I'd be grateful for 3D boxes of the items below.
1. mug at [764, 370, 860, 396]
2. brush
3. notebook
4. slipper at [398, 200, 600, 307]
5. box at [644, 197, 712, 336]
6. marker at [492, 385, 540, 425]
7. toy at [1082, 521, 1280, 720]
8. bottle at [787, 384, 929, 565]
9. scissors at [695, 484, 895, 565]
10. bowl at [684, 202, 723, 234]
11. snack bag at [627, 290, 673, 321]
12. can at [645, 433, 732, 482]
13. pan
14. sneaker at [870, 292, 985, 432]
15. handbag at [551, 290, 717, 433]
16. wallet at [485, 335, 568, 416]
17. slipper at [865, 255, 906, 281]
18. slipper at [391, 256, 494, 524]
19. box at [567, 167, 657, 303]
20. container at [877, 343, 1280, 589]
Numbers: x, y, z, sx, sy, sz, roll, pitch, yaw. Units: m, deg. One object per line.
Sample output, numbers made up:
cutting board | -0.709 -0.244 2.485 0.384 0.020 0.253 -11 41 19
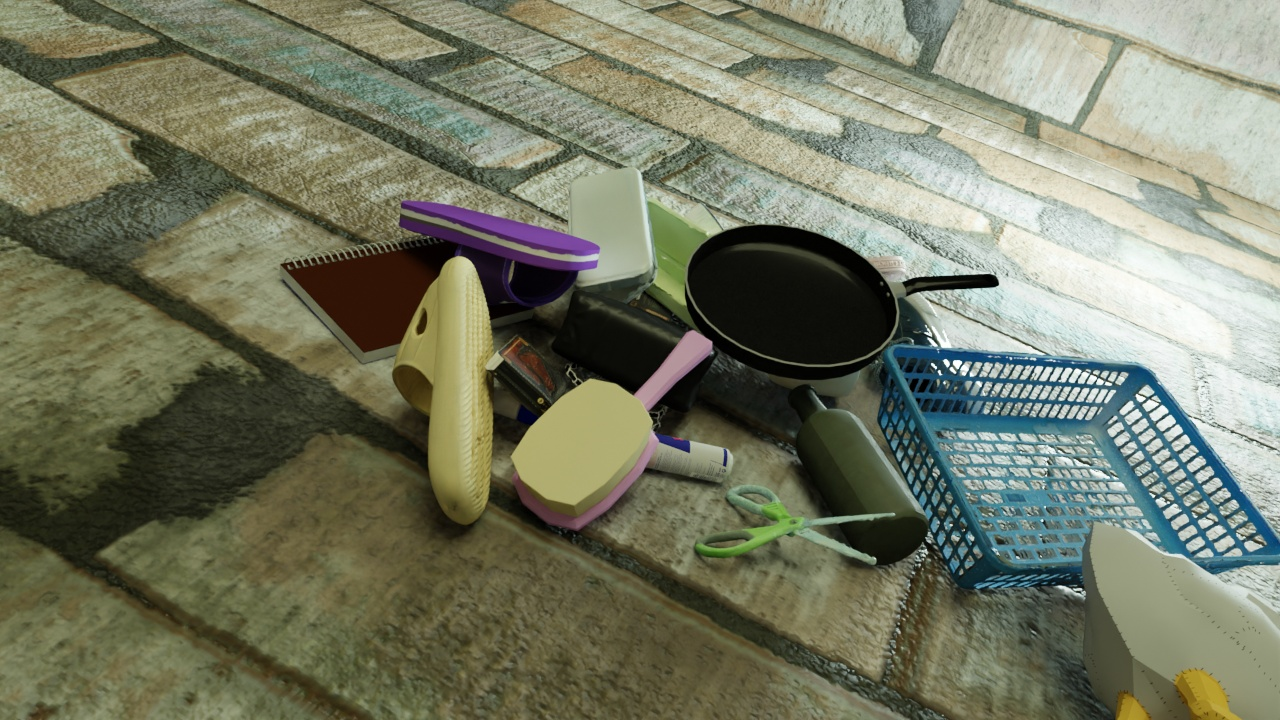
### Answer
mug | 0.183 -0.012 1.026 0.100 0.096 0.120 9 -5 -4
brush | -0.015 0.044 0.794 0.089 0.043 0.228 34 63 23
notebook | -0.247 -0.075 0.973 0.208 0.022 0.171 -19 49 -44
slipper | -0.156 -0.105 0.982 0.267 0.084 0.107 19 17 33
box | 0.043 -0.106 1.085 0.083 0.092 0.188 -31 51 -31
marker | -0.146 0.032 0.858 0.133 0.023 0.027 20 11 3
toy | 0.441 0.233 0.728 0.246 0.141 0.266 52 41 7
bottle | 0.195 0.098 0.879 0.071 0.072 0.206 3 35 -22
scissors | 0.130 0.137 0.786 0.171 0.025 0.159 -7 16 0
bowl | 0.082 -0.133 1.159 0.062 0.118 0.118 -33 43 3
snack bag | 0.004 -0.064 1.078 0.074 0.018 0.154 19 33 3
can | 0.037 0.089 0.850 0.095 0.032 0.032 13 33 -8
pan | 0.220 -0.069 0.980 0.356 0.034 0.225 -4 46 -13
sneaker | 0.313 -0.002 1.078 0.087 0.089 0.235 0 40 -18
handbag | -0.006 0.005 0.932 0.154 0.115 0.125 22 9 11
wallet | -0.103 0.014 0.847 0.072 0.019 0.123 42 8 -5
slipper | 0.225 -0.084 1.141 0.239 0.094 0.064 -9 78 -16
slipper | -0.172 0.019 0.777 0.079 0.111 0.261 -8 52 0
box | -0.036 -0.152 1.048 0.083 0.123 0.215 35 27 -29
container | 0.417 0.114 0.913 0.361 0.089 0.256 4 46 -21
